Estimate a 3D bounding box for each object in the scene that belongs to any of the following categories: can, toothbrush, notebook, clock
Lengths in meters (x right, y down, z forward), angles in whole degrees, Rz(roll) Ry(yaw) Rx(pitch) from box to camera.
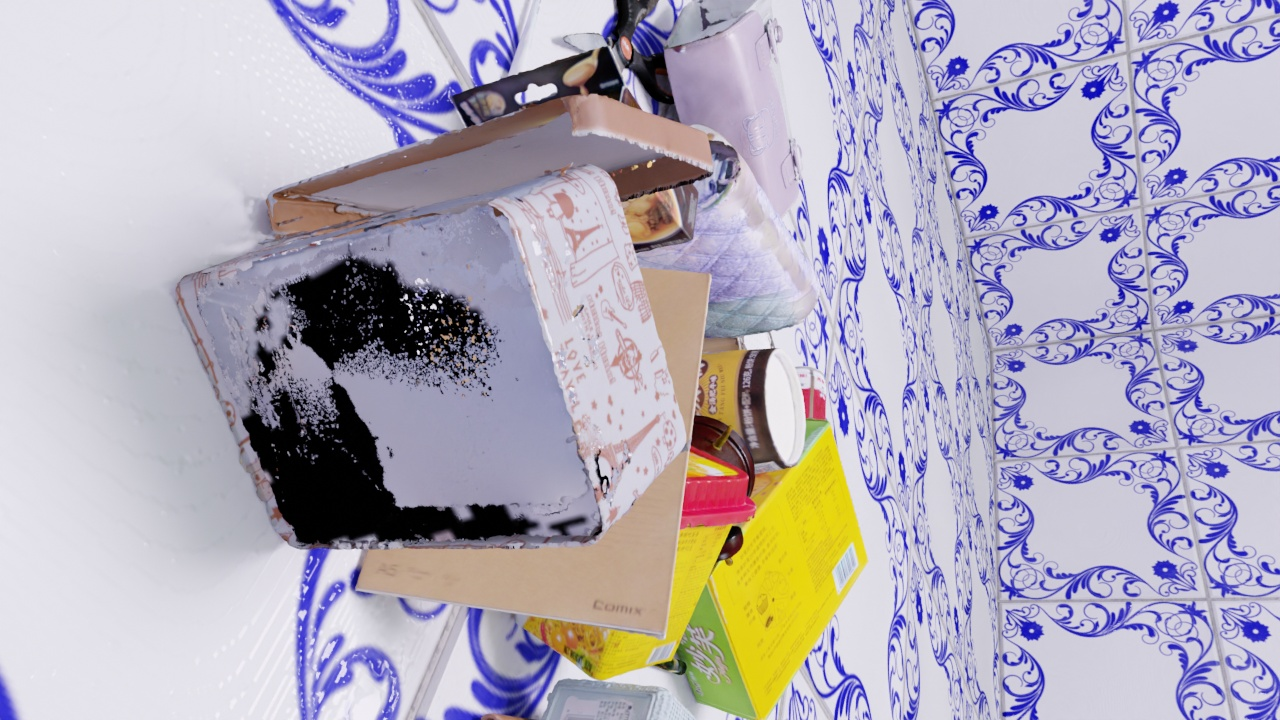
[{"bbox_3d":[0.178,0.075,1.018,0.053,0.053,0.132,46,43,-50],"label":"can"},{"bbox_3d":[-0.081,-0.219,0.625,0.016,0.016,0.179,40,47,-43],"label":"toothbrush"},{"bbox_3d":[-0.007,0.205,0.650,0.012,0.017,0.186,-51,142,-4],"label":"toothbrush"},{"bbox_3d":[-0.047,0.032,0.485,0.012,0.149,0.211,90,9,-58],"label":"notebook"},{"bbox_3d":[0.034,0.096,0.641,0.055,0.082,0.122,-37,132,-67],"label":"clock"}]

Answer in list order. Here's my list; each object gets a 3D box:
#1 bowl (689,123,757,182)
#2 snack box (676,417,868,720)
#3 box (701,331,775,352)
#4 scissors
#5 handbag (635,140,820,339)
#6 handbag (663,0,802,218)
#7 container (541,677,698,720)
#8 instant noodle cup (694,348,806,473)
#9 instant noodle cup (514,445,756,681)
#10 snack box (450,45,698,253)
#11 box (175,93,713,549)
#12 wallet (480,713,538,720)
[{"bbox_3d":[0.050,-0.139,0.790,0.062,0.113,0.113,-34,122,-14],"label":"bowl"},{"bbox_3d":[0.104,0.166,0.768,0.209,0.070,0.158,-41,120,-41],"label":"snack box"},{"bbox_3d":[0.102,0.038,0.874,0.089,0.060,0.184,-51,130,-55],"label":"box"},{"bbox_3d":[-0.004,-0.263,0.784,0.210,0.022,0.221,45,44,-52],"label":"scissors"},{"bbox_3d":[0.049,-0.087,0.714,0.194,0.134,0.075,40,49,-55],"label":"handbag"},{"bbox_3d":[0.093,-0.232,0.865,0.144,0.099,0.197,-62,143,-47],"label":"handbag"},{"bbox_3d":[-0.005,0.242,0.519,0.111,0.090,0.089,59,38,-36],"label":"container"},{"bbox_3d":[0.062,0.043,0.725,0.118,0.115,0.118,25,61,-59],"label":"instant noodle cup"},{"bbox_3d":[-0.011,0.109,0.542,0.115,0.116,0.124,6,103,-51],"label":"instant noodle cup"},{"bbox_3d":[-0.041,-0.116,0.565,0.125,0.113,0.053,44,45,-50],"label":"snack box"},{"bbox_3d":[-0.066,-0.029,0.420,0.192,0.183,0.157,-38,117,-57],"label":"box"},{"bbox_3d":[-0.065,0.263,0.518,0.101,0.020,0.115,38,52,-53],"label":"wallet"}]
